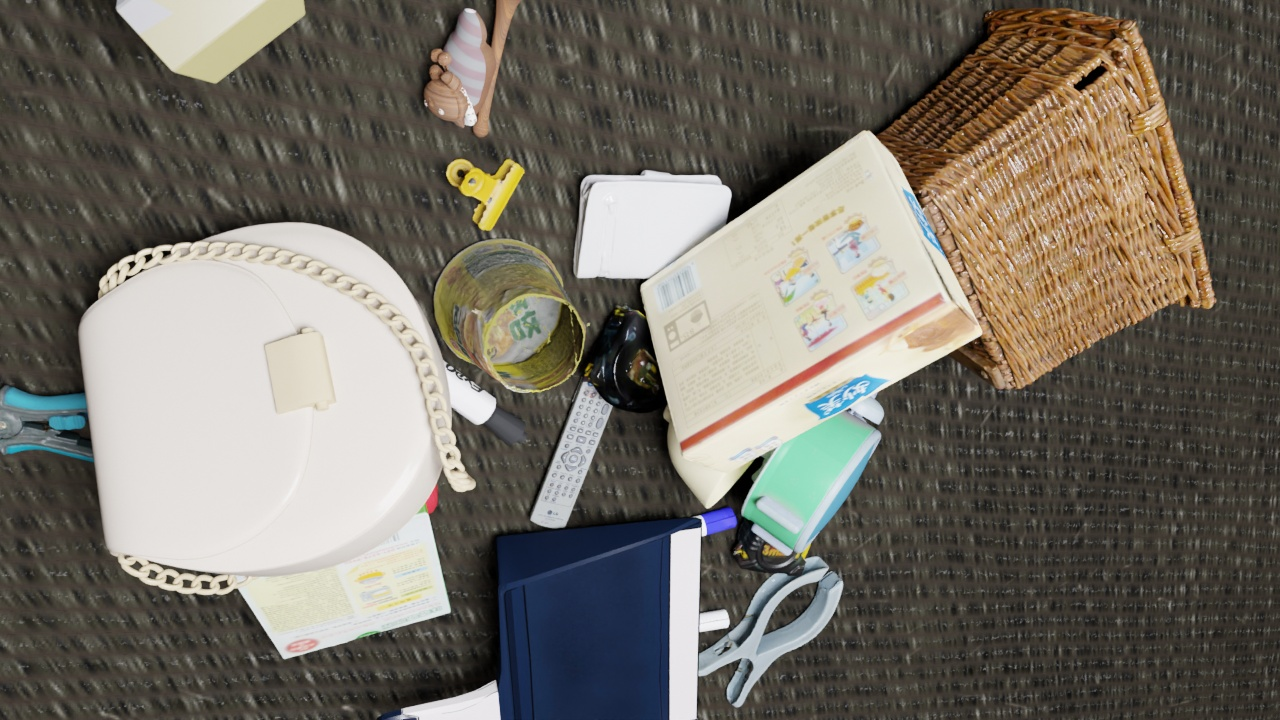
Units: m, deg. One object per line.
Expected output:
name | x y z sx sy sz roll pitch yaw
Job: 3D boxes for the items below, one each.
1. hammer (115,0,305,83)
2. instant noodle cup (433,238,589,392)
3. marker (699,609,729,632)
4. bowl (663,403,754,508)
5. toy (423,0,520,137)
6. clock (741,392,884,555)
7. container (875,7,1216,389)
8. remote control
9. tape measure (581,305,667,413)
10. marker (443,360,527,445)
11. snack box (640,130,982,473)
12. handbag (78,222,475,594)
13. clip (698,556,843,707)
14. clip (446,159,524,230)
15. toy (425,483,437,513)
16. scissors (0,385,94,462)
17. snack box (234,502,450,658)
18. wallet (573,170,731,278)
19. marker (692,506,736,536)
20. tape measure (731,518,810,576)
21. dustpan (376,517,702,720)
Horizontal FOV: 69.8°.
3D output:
hammer | -0.177 -0.324 0.494 0.325 0.100 0.190 -39 118 -2
instant noodle cup | -0.086 -0.026 0.638 0.102 0.108 0.102 -7 110 -19
marker | 0.018 0.244 0.830 0.133 0.020 0.017 -4 92 -18
bowl | 0.061 0.049 0.735 0.074 0.118 0.118 38 95 15
toy | -0.111 -0.198 0.602 0.054 0.041 0.102 -6 122 -42
clock | 0.150 0.077 0.765 0.161 0.075 0.122 -50 161 -17
container | 0.292 -0.114 0.718 0.183 0.162 0.250 -34 118 1
remote control | -0.053 0.073 0.742 0.033 0.013 0.137 17 104 -24
tape measure | -0.004 0.004 0.711 0.072 0.042 0.071 33 76 -31
marker | -0.134 0.025 0.687 0.126 0.025 0.025 40 93 -28
snack box | 0.106 -0.036 0.632 0.208 0.153 0.055 -33 142 27
handbag | -0.226 0.027 0.574 0.208 0.103 0.210 -15 75 -6
clip | 0.133 0.265 0.876 0.163 0.028 0.108 -41 116 0
clip | -0.113 -0.124 0.645 0.046 0.035 0.053 23 103 -45
toy | -0.216 0.079 0.662 0.131 0.097 0.124 -14 137 -30
scissors | -0.383 0.041 0.607 0.149 0.019 0.122 -27 121 -2
snack box | -0.213 0.158 0.666 0.131 0.027 0.168 -13 144 -15
wallet | 0.007 -0.101 0.690 0.116 0.032 0.086 1 120 -23
marker | 0.015 0.154 0.794 0.141 0.020 0.020 -13 114 -15
tape measure | 0.119 0.158 0.826 0.067 0.038 0.063 8 115 -19
dustpan | -0.076 0.262 0.758 0.273 0.080 0.237 -4 114 -8
